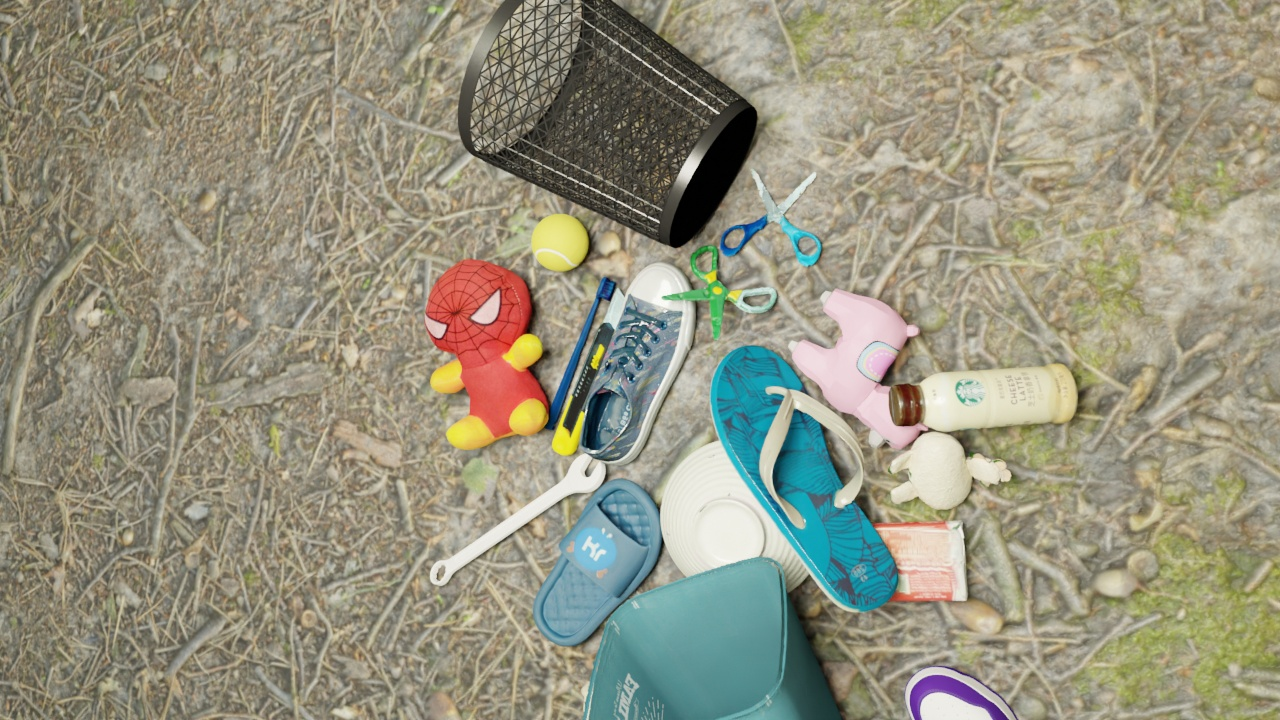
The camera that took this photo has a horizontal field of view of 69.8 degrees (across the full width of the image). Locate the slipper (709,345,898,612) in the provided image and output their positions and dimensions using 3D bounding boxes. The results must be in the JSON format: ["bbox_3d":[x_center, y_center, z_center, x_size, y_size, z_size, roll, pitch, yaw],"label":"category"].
[{"bbox_3d":[0.159,0.104,0.901,0.118,0.060,0.294,-20,68,-19],"label":"slipper"}]

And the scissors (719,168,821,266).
[{"bbox_3d":[0.139,-0.150,0.984,0.134,0.014,0.127,-26,78,17],"label":"scissors"}]

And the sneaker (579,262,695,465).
[{"bbox_3d":[-0.006,0.006,1.002,0.087,0.079,0.235,20,96,21],"label":"sneaker"}]

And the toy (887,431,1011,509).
[{"bbox_3d":[0.293,0.107,0.887,0.112,0.050,0.087,-16,118,13],"label":"toy"}]

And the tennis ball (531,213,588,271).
[{"bbox_3d":[-0.092,-0.134,1.047,0.065,0.065,0.065,-1,88,21],"label":"tennis ball"}]

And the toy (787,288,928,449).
[{"bbox_3d":[0.229,0.008,0.918,0.157,0.067,0.123,36,99,13],"label":"toy"}]

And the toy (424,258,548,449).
[{"bbox_3d":[-0.176,-0.011,1.060,0.148,0.098,0.216,-13,85,12],"label":"toy"}]

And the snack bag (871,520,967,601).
[{"bbox_3d":[0.264,0.200,0.913,0.116,0.036,0.077,-6,85,22],"label":"snack bag"}]

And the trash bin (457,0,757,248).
[{"bbox_3d":[-0.025,-0.249,0.957,0.243,0.216,0.217,33,100,12],"label":"trash bin"}]

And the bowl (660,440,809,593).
[{"bbox_3d":[0.096,0.172,0.940,0.177,0.070,0.177,1,94,18],"label":"bowl"}]

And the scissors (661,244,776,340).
[{"bbox_3d":[0.086,-0.073,0.978,0.131,0.011,0.125,3,57,-2],"label":"scissors"}]

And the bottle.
[{"bbox_3d":[0.317,0.037,0.858,0.162,0.056,0.056,-4,86,0],"label":"bottle"}]

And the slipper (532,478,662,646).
[{"bbox_3d":[-0.050,0.232,1.025,0.104,0.059,0.214,35,102,16],"label":"slipper"}]

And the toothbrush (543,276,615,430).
[{"bbox_3d":[-0.070,-0.006,1.062,0.017,0.016,0.190,24,97,14],"label":"toothbrush"}]

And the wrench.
[{"bbox_3d":[-0.149,0.191,1.081,0.274,0.009,0.047,-36,48,18],"label":"wrench"}]

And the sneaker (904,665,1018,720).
[{"bbox_3d":[0.340,0.392,0.837,0.244,0.111,0.092,41,103,18],"label":"sneaker"}]

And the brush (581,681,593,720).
[{"bbox_3d":[-0.095,0.475,1.042,0.077,0.062,0.273,40,107,22],"label":"brush"}]

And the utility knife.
[{"bbox_3d":[-0.056,0.014,1.055,0.029,0.020,0.203,23,96,19],"label":"utility knife"}]

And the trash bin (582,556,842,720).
[{"bbox_3d":[0.090,0.344,0.868,0.199,0.196,0.219,-22,112,20],"label":"trash bin"}]
